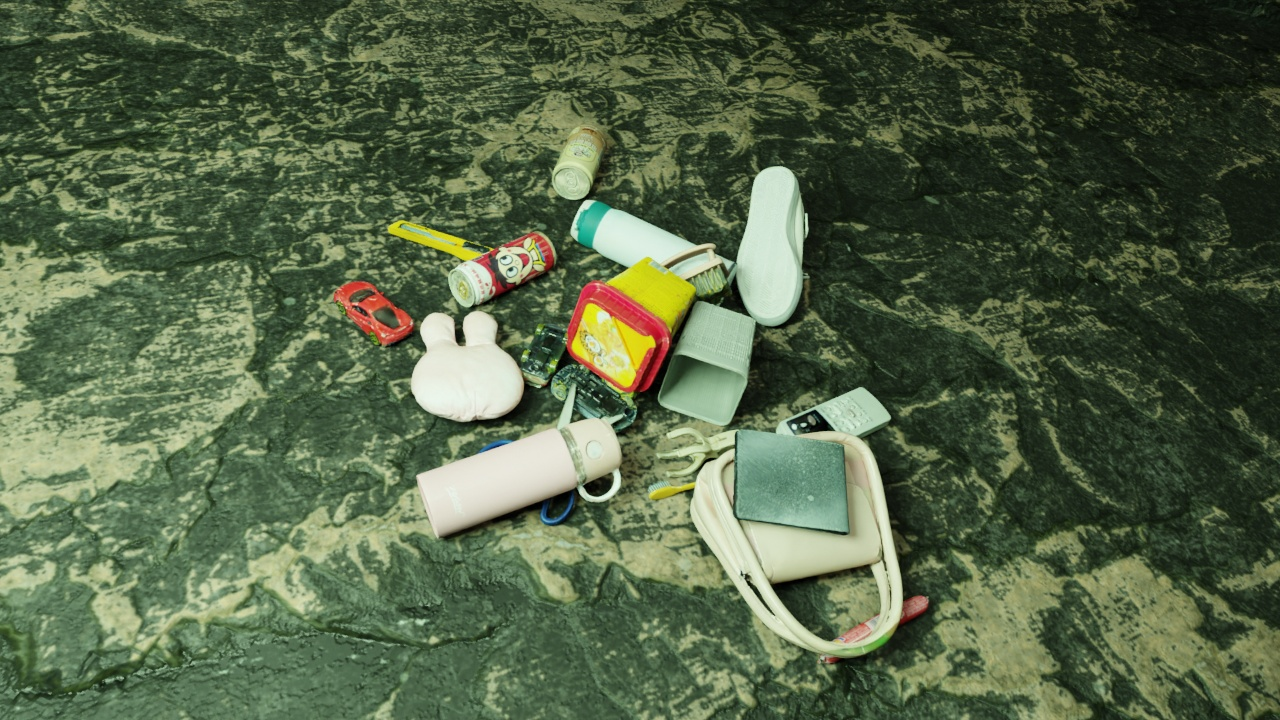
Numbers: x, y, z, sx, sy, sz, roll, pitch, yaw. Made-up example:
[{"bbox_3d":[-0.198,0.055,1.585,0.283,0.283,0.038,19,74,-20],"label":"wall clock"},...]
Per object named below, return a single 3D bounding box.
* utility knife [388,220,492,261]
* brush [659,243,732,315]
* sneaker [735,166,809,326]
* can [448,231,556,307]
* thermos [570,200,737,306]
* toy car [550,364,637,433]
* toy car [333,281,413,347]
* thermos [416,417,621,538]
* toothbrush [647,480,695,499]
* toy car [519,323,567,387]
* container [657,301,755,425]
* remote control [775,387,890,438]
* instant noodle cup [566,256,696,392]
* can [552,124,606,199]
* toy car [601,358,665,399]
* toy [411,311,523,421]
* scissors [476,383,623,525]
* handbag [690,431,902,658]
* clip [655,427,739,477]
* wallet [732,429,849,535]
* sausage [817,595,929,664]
[{"bbox_3d":[-0.248,-0.150,1.177,0.154,0.015,0.033,17,43,1],"label":"utility knife"},{"bbox_3d":[0.039,-0.088,1.139,0.146,0.063,0.073,-24,76,10],"label":"brush"},{"bbox_3d":[0.186,-0.144,1.263,0.090,0.091,0.241,-3,62,21],"label":"sneaker"},{"bbox_3d":[-0.170,-0.114,1.138,0.053,0.053,0.132,41,50,22],"label":"can"},{"bbox_3d":[0.014,-0.145,1.214,0.224,0.073,0.073,26,46,9],"label":"thermos"},{"bbox_3d":[-0.053,0.046,1.038,0.105,0.031,0.048,34,52,14],"label":"toy car"},{"bbox_3d":[-0.311,-0.058,1.063,0.106,0.031,0.049,38,48,22],"label":"toy car"},{"bbox_3d":[-0.115,0.122,0.914,0.198,0.067,0.087,-17,92,-20],"label":"thermos"},{"bbox_3d":[0.093,0.125,1.018,0.191,0.016,0.018,-12,44,-25],"label":"toothbrush"},{"bbox_3d":[-0.111,-0.008,1.069,0.042,0.035,0.090,20,46,1],"label":"toy car"},{"bbox_3d":[0.082,-0.002,1.083,0.090,0.090,0.114,19,43,1],"label":"container"},{"bbox_3d":[0.232,0.076,1.100,0.149,0.021,0.058,-20,56,-31],"label":"remote control"},{"bbox_3d":[-0.005,-0.047,1.044,0.116,0.116,0.123,34,45,9],"label":"instant noodle cup"},{"bbox_3d":[-0.087,-0.286,1.321,0.058,0.059,0.116,16,46,-1],"label":"can"},{"bbox_3d":[-0.006,0.006,1.089,0.048,0.032,0.105,30,49,12],"label":"toy car"},{"bbox_3d":[-0.193,0.005,1.020,0.121,0.054,0.159,-2,47,-15],"label":"toy"},{"bbox_3d":[-0.096,0.098,0.973,0.175,0.012,0.162,-7,58,-10],"label":"scissors"},{"bbox_3d":[0.174,0.192,0.937,0.193,0.094,0.234,-7,55,-21],"label":"handbag"},{"bbox_3d":[0.071,0.090,1.008,0.104,0.084,0.034,-16,53,-15],"label":"clip"},{"bbox_3d":[0.151,0.121,0.922,0.121,0.019,0.097,9,59,-9],"label":"wallet"},{"bbox_3d":[0.235,0.269,0.921,0.155,0.020,0.020,-17,55,-28],"label":"sausage"}]
